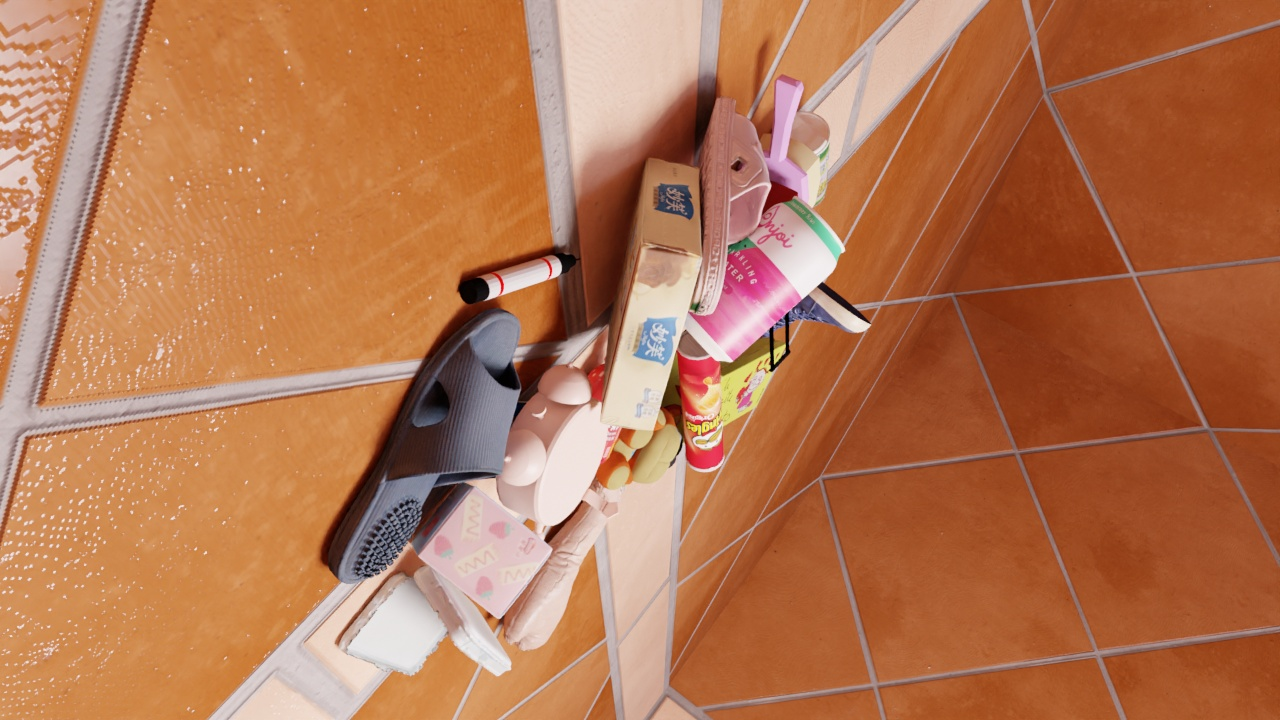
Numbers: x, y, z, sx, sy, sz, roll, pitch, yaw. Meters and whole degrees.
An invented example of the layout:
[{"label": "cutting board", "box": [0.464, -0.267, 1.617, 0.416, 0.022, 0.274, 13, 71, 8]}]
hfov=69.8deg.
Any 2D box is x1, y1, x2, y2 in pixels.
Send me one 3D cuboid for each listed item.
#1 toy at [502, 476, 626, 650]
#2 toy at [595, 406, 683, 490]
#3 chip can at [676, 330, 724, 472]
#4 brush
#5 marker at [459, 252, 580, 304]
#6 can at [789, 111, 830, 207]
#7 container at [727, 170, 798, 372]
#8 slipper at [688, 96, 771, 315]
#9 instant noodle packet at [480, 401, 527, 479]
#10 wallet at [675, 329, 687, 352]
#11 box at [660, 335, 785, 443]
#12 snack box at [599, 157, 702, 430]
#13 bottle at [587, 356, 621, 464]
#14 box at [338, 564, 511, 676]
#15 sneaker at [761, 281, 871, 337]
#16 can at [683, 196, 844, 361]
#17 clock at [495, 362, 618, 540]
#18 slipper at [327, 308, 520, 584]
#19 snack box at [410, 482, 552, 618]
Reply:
[{"label": "toy", "box": [-0.096, 0.259, 1.205, 0.263, 0.065, 0.196, -57, 169, -21]}, {"label": "toy", "box": [0.000, 0.103, 1.152, 0.112, 0.096, 0.175, -62, 171, 13]}, {"label": "chip can", "box": [0.075, 0.053, 1.132, 0.051, 0.052, 0.215, -45, 147, -30]}, {"label": "brush", "box": [0.157, -0.226, 1.013, 0.043, 0.089, 0.229, -52, 160, -27]}, {"label": "marker", "box": [-0.094, -0.071, 0.758, 0.145, 0.019, 0.019, -28, 145, -54]}, {"label": "can", "box": [0.194, -0.240, 1.111, 0.067, 0.067, 0.121, -53, 160, -12]}, {"label": "container", "box": [0.113, -0.095, 1.051, 0.147, 0.127, 0.201, -42, 145, -35]}, {"label": "slipper", "box": [0.084, -0.147, 0.845, 0.094, 0.064, 0.238, 106, -7, -60]}, {"label": "instant noodle packet", "box": [-0.129, 0.076, 0.886, 0.087, 0.026, 0.134, -64, 159, 4]}, {"label": "wallet", "box": [0.029, -0.002, 1.122, 0.115, 0.018, 0.092, -47, 176, -33]}, {"label": "box", "box": [0.112, 0.028, 1.300, 0.220, 0.083, 0.125, -23, 141, -59]}, {"label": "snack box", "box": [0.008, -0.061, 0.856, 0.153, 0.055, 0.208, -87, -171, -50]}, {"label": "bottle", "box": [-0.041, 0.045, 0.996, 0.061, 0.062, 0.138, -25, 141, -56]}, {"label": "box", "box": [-0.196, 0.285, 0.929, 0.130, 0.106, 0.211, -49, 159, -13]}, {"label": "sneaker", "box": [0.176, -0.062, 1.156, 0.091, 0.233, 0.118, 22, 111, -39]}, {"label": "can", "box": [0.115, -0.079, 0.911, 0.166, 0.088, 0.088, -42, 161, 6]}, {"label": "clock", "box": [-0.075, 0.093, 0.885, 0.130, 0.086, 0.161, -57, 150, -29]}, {"label": "slipper", "box": [-0.157, 0.084, 0.756, 0.263, 0.082, 0.101, -58, 162, 3]}, {"label": "snack box", "box": [-0.147, 0.170, 0.837, 0.079, 0.095, 0.093, -52, -169, -15]}]
